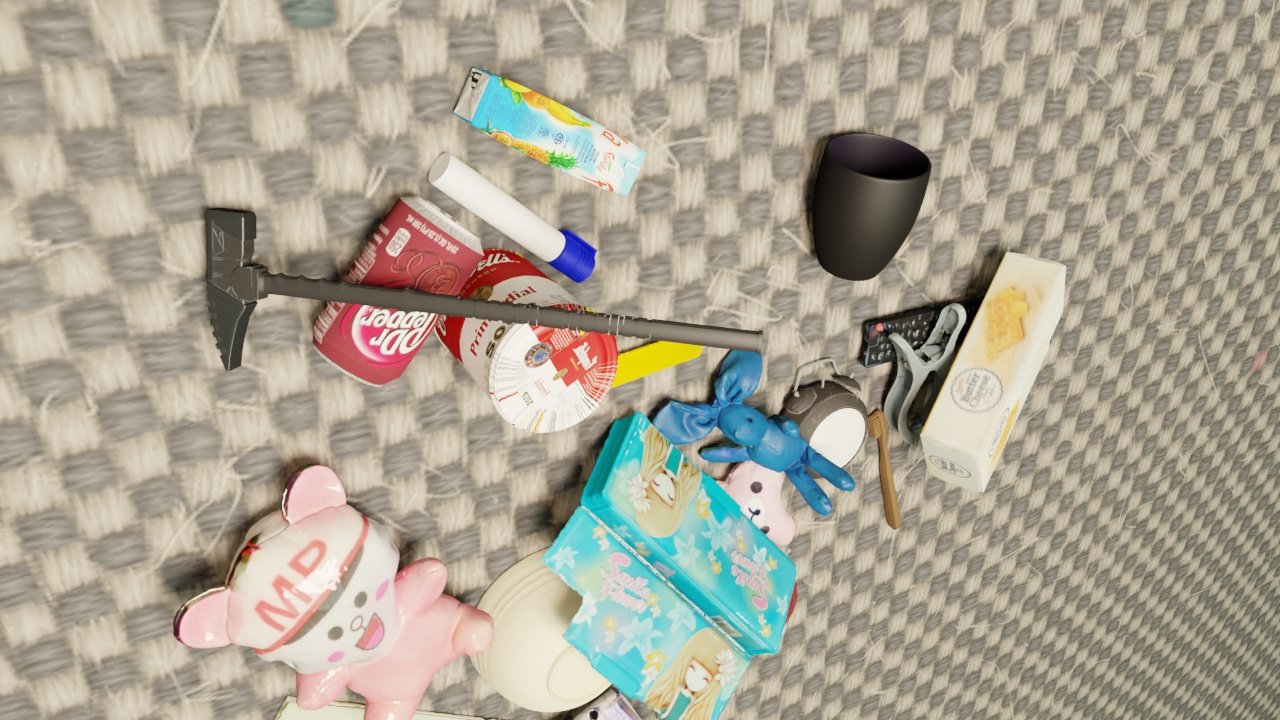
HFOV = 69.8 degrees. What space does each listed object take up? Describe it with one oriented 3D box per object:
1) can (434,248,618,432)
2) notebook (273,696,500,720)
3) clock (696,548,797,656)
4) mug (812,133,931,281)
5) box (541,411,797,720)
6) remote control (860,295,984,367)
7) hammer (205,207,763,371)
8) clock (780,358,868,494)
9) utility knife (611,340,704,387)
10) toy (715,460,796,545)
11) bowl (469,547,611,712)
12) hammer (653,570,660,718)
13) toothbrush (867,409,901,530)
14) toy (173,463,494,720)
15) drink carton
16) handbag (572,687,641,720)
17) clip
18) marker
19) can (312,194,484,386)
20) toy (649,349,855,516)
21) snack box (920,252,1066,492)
[{"bbox_3d":[-0.079,-0.016,0.608,0.086,0.116,0.087,-14,121,-26],"label":"can"},{"bbox_3d":[-0.225,0.376,0.788,0.252,0.010,0.182,25,99,-38],"label":"notebook"},{"bbox_3d":[0.105,0.243,0.901,0.096,0.048,0.138,-13,119,-26],"label":"clock"},{"bbox_3d":[0.188,-0.128,0.751,0.118,0.085,0.100,-44,150,-44],"label":"mug"},{"bbox_3d":[0.028,0.179,0.740,0.227,0.056,0.184,46,55,-24],"label":"box"},{"bbox_3d":[0.272,-0.031,0.884,0.150,0.022,0.047,-12,121,-25],"label":"remote control"},{"bbox_3d":[-0.094,-0.023,0.527,0.325,0.015,0.095,7,104,6],"label":"hammer"},{"bbox_3d":[0.171,0.062,0.852,0.091,0.044,0.123,-17,122,-25],"label":"clock"},{"bbox_3d":[-0.004,0.004,0.730,0.162,0.017,0.030,-18,127,-23],"label":"utility knife"},{"bbox_3d":[0.094,0.131,0.836,0.095,0.053,0.099,-12,107,-12],"label":"toy"},{"bbox_3d":[-0.063,0.240,0.778,0.150,0.075,0.151,-15,121,-26],"label":"bowl"},{"bbox_3d":[0.036,0.334,0.886,0.033,0.115,0.323,-13,132,-1],"label":"hammer"},{"bbox_3d":[0.254,0.117,0.951,0.016,0.016,0.167,-31,126,-16],"label":"toothbrush"},{"bbox_3d":[-0.207,0.178,0.650,0.142,0.084,0.213,-46,131,-7],"label":"toy"},{"bbox_3d":[-0.056,-0.148,0.601,0.128,0.044,0.039,18,103,-36],"label":"drink carton"},{"bbox_3d":[-0.060,0.384,0.854,0.158,0.069,0.126,-40,134,-12],"label":"handbag"},{"bbox_3d":[0.286,0.012,0.889,0.107,0.028,0.163,-29,138,-10],"label":"clip"},{"bbox_3d":[-0.084,-0.096,0.624,0.133,0.023,0.027,33,73,-39],"label":"marker"},{"bbox_3d":[-0.153,-0.044,0.581,0.063,0.063,0.114,33,94,-39],"label":"can"},{"bbox_3d":[0.104,0.060,0.782,0.176,0.071,0.113,34,101,-8],"label":"toy"},{"bbox_3d":[0.336,0.011,0.871,0.207,0.057,0.104,-61,149,-13],"label":"snack box"}]
